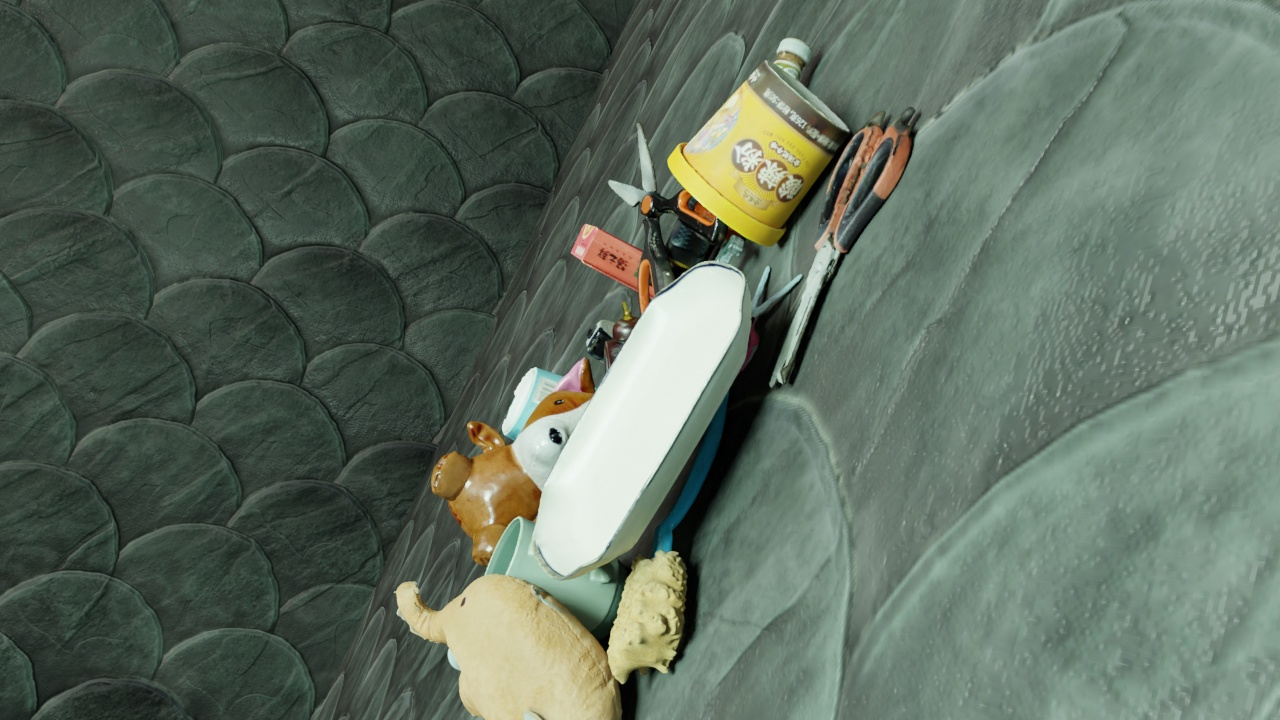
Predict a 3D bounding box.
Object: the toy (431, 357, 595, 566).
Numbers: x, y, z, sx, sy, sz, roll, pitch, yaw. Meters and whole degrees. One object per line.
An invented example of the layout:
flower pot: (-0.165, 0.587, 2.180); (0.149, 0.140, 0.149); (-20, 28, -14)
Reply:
toy: (-0.097, 0.095, 0.878); (0.199, 0.140, 0.130); (-33, -11, -11)

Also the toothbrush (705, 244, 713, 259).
toothbrush: (0.068, -0.118, 0.981); (0.181, 0.018, 0.015); (-60, 18, 23)

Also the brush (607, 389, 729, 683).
brush: (0.031, 0.117, 0.688); (0.083, 0.046, 0.254); (118, 175, -58)

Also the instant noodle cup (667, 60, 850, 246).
instant noodle cup: (0.104, -0.176, 0.770); (0.115, 0.118, 0.118); (-49, 20, 23)

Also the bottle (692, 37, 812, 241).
bottle: (0.115, -0.218, 0.899); (0.206, 0.059, 0.060); (-66, 14, -5)

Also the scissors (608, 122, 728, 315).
scissors: (0.023, -0.142, 0.908); (0.228, 0.021, 0.220); (-6, 80, 57)

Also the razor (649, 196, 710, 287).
razor: (0.060, -0.145, 0.947); (0.067, 0.062, 0.167); (-12, -56, -85)

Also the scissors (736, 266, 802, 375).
scissors: (0.087, -0.031, 0.758); (0.135, 0.017, 0.133); (-39, 21, 48)

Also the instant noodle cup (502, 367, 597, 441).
instant noodle cup: (-0.079, 0.067, 0.981); (0.111, 0.120, 0.111); (-57, 16, 26)

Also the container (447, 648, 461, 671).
container: (-0.115, 0.250, 0.882); (0.112, 0.090, 0.090); (-45, 24, 44)

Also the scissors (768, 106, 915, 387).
scissors: (0.143, -0.084, 0.659); (0.199, 0.015, 0.204); (-51, 20, 41)

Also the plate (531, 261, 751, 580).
plate: (0.005, 0.047, 0.694); (0.265, 0.034, 0.162); (-60, 24, -3)

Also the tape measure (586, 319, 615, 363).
tape measure: (-0.028, -0.017, 1.050); (0.034, 0.065, 0.066); (-55, 19, 17)

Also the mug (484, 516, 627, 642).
mug: (-0.065, 0.182, 0.771); (0.112, 0.106, 0.082); (-51, 19, 45)

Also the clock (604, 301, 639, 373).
clock: (-0.005, 0.005, 0.846); (0.082, 0.055, 0.122); (105, 159, -78)

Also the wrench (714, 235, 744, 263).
wrench: (0.041, 0.000, 0.770); (0.056, 0.016, 0.272); (-51, 15, 56)

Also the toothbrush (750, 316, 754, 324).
toothbrush: (0.046, 0.029, 0.742); (0.190, 0.017, 0.014); (-60, 6, 41)

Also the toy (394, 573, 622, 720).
toy: (-0.101, 0.227, 0.696); (0.226, 0.082, 0.143); (41, 109, 32)

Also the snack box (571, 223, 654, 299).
snack box: (-0.017, -0.114, 1.076); (0.044, 0.113, 0.127); (-62, 15, 5)
